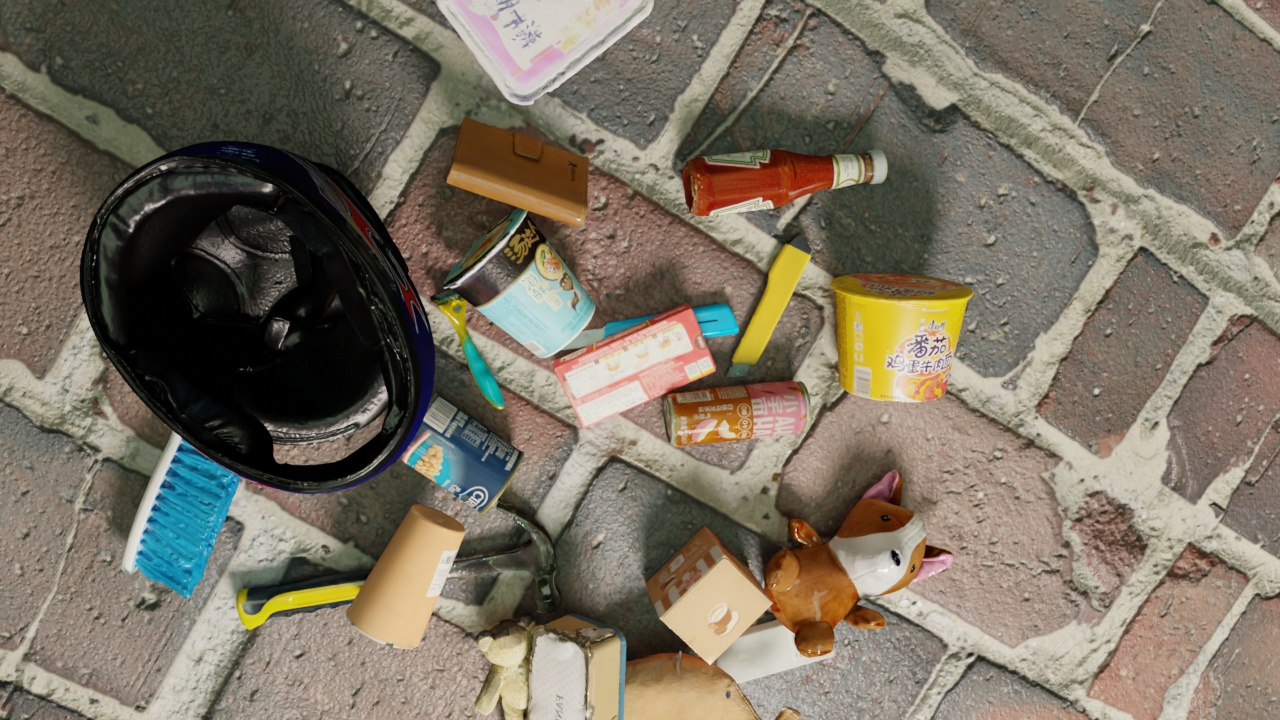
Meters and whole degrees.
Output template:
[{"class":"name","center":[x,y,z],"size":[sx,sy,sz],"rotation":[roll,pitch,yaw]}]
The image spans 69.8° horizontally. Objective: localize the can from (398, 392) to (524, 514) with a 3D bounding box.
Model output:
[{"class":"can","center":[-0.183,0.092,0.917],"size":[0.111,0.075,0.075],"rotation":[36,92,-11]}]

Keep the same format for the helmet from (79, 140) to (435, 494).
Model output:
[{"class":"helmet","center":[-0.308,-0.033,0.792],"size":[0.247,0.240,0.315],"rotation":[-41,92,-5]}]

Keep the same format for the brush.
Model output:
[{"class":"brush","center":[-0.435,0.072,0.894],"size":[0.109,0.060,0.314],"rotation":[22,92,-7]}]

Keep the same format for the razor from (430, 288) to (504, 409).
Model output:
[{"class":"razor","center":[-0.168,-0.011,0.927],"size":[0.043,0.028,0.132],"rotation":[-29,100,-35]}]

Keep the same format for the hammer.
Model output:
[{"class":"hammer","center":[-0.249,0.224,0.951],"size":[0.323,0.032,0.126],"rotation":[-8,100,-6]}]

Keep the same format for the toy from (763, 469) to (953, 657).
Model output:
[{"class":"toy","center":[0.227,0.215,0.976],"size":[0.199,0.130,0.140],"rotation":[-27,89,-12]}]

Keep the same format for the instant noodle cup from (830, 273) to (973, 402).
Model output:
[{"class":"instant noodle cup","center":[0.262,-0.024,0.937],"size":[0.138,0.138,0.110],"rotation":[-2,106,-8]}]

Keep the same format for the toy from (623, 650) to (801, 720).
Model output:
[{"class":"toy","center":[0.050,0.368,0.959],"size":[0.226,0.082,0.143],"rotation":[-8,114,17]}]

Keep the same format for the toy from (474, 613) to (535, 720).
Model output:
[{"class":"toy","center":[-0.131,0.341,0.968],"size":[0.105,0.066,0.157],"rotation":[-18,112,-27]}]

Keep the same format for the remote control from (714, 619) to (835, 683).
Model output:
[{"class":"remote control","center":[0.148,0.320,1.026],"size":[0.135,0.019,0.056],"rotation":[-14,100,-5]}]

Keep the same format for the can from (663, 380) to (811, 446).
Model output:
[{"class":"can","center":[0.100,0.055,0.959],"size":[0.147,0.058,0.058],"rotation":[-5,99,-7]}]

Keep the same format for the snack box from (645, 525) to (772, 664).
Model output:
[{"class":"snack box","center":[0.070,0.245,0.965],"size":[0.093,0.094,0.077],"rotation":[-44,102,0]}]

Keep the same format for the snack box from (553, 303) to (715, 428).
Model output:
[{"class":"snack box","center":[-0.006,0.006,0.941],"size":[0.153,0.025,0.075],"rotation":[-24,111,1]}]

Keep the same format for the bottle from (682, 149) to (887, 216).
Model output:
[{"class":"bottle","center":[0.148,-0.186,0.930],"size":[0.206,0.060,0.060],"rotation":[-8,99,-7]}]

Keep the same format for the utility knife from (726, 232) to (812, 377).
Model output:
[{"class":"utility knife","center":[0.134,-0.056,0.969],"size":[0.033,0.015,0.170],"rotation":[26,95,-5]}]

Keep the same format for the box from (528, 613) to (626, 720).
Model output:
[{"class":"box","center":[-0.065,0.355,0.929],"size":[0.059,0.090,0.184],"rotation":[-10,106,-50]}]

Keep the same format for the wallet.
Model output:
[{"class":"wallet","center":[-0.113,-0.181,0.875],"size":[0.131,0.107,0.031],"rotation":[17,129,-15]}]

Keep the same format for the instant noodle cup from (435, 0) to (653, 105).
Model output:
[{"class":"instant noodle cup","center":[-0.089,-0.340,0.872],"size":[0.173,0.060,0.138],"rotation":[-38,102,0]}]

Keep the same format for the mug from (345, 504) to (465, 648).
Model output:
[{"class":"mug","center":[-0.224,0.208,0.899],"size":[0.078,0.078,0.123],"rotation":[28,90,-11]}]

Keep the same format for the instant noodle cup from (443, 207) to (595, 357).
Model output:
[{"class":"instant noodle cup","center":[-0.110,-0.070,0.894],"size":[0.111,0.111,0.120],"rotation":[-45,110,0]}]

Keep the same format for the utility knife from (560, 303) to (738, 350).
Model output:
[{"class":"utility knife","center":[0.003,-0.030,0.954],"size":[0.198,0.018,0.034],"rotation":[-9,100,-5]}]
